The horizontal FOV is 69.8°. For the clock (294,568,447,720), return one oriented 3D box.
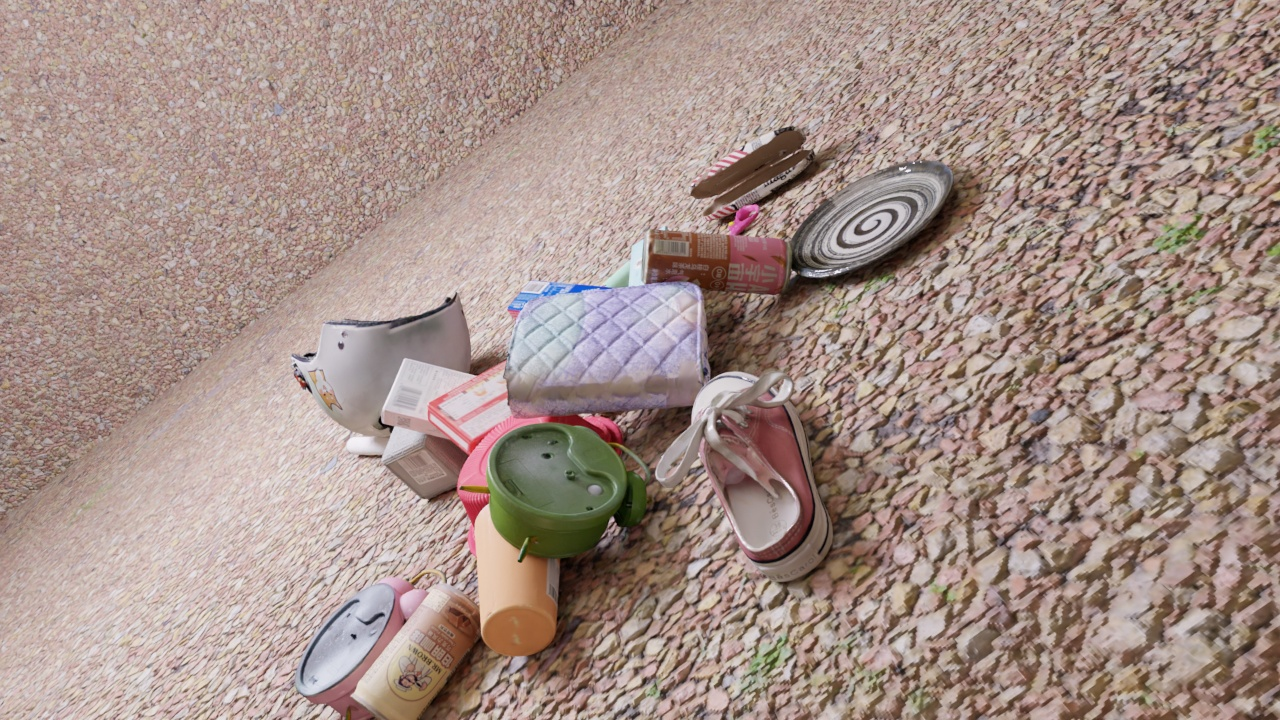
[{"bbox_3d":[-0.238,0.254,0.842,0.117,0.060,0.158,-2,45,54],"label":"clock"}]

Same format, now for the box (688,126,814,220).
[{"bbox_3d":[0.146,-0.225,1.159,0.164,0.083,0.075,-29,-14,22],"label":"box"}]

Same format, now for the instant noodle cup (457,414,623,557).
[{"bbox_3d":[-0.113,0.107,0.915,0.194,0.066,0.193,-32,25,16],"label":"instant noodle cup"}]

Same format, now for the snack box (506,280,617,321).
[{"bbox_3d":[-0.075,-0.056,1.111,0.208,0.058,0.057,9,54,47],"label":"snack box"}]

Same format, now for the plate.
[{"bbox_3d":[0.229,-0.136,0.916,0.180,0.024,0.179,-30,25,15],"label":"plate"}]

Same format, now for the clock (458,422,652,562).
[{"bbox_3d":[-0.060,0.106,0.777,0.160,0.056,0.116,-17,46,-37],"label":"clock"}]

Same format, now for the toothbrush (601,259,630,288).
[{"bbox_3d":[-0.085,-0.051,1.189,0.224,0.026,0.027,-42,30,-8],"label":"toothbrush"}]

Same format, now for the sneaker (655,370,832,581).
[{"bbox_3d":[0.077,0.063,0.704,0.118,0.088,0.240,-33,26,11],"label":"sneaker"}]

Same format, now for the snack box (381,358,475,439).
[{"bbox_3d":[-0.203,0.052,1.037,0.084,0.157,0.027,-81,9,-47],"label":"snack box"}]

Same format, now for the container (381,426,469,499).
[{"bbox_3d":[-0.239,0.093,1.085,0.090,0.090,0.114,-26,31,27],"label":"container"}]

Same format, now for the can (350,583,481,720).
[{"bbox_3d":[-0.184,0.250,0.773,0.059,0.058,0.116,-2,43,52],"label":"can"}]

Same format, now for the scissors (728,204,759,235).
[{"bbox_3d":[0.098,-0.141,1.113,0.130,0.017,0.133,-8,42,45],"label":"scissors"}]

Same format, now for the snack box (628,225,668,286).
[{"bbox_3d":[0.027,-0.078,1.027,0.052,0.074,0.174,-30,26,19],"label":"snack box"}]

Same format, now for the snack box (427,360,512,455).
[{"bbox_3d":[-0.154,0.043,1.018,0.075,0.026,0.152,35,45,25],"label":"snack box"}]

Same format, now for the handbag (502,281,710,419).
[{"bbox_3d":[-0.027,-0.006,0.891,0.194,0.076,0.134,-5,42,10],"label":"handbag"}]

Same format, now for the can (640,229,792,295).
[{"bbox_3d":[0.075,-0.099,0.927,0.147,0.058,0.057,4,30,-2],"label":"can"}]

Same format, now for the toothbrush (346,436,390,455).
[{"bbox_3d":[-0.347,0.117,1.259,0.222,0.026,0.026,-7,80,49],"label":"toothbrush"}]

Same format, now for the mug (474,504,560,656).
[{"bbox_3d":[-0.101,0.181,0.768,0.078,0.078,0.122,-33,31,12],"label":"mug"}]

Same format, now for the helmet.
[{"bbox_3d":[-0.331,0.024,1.230,0.229,0.157,0.275,-17,-5,-39],"label":"helmet"}]
